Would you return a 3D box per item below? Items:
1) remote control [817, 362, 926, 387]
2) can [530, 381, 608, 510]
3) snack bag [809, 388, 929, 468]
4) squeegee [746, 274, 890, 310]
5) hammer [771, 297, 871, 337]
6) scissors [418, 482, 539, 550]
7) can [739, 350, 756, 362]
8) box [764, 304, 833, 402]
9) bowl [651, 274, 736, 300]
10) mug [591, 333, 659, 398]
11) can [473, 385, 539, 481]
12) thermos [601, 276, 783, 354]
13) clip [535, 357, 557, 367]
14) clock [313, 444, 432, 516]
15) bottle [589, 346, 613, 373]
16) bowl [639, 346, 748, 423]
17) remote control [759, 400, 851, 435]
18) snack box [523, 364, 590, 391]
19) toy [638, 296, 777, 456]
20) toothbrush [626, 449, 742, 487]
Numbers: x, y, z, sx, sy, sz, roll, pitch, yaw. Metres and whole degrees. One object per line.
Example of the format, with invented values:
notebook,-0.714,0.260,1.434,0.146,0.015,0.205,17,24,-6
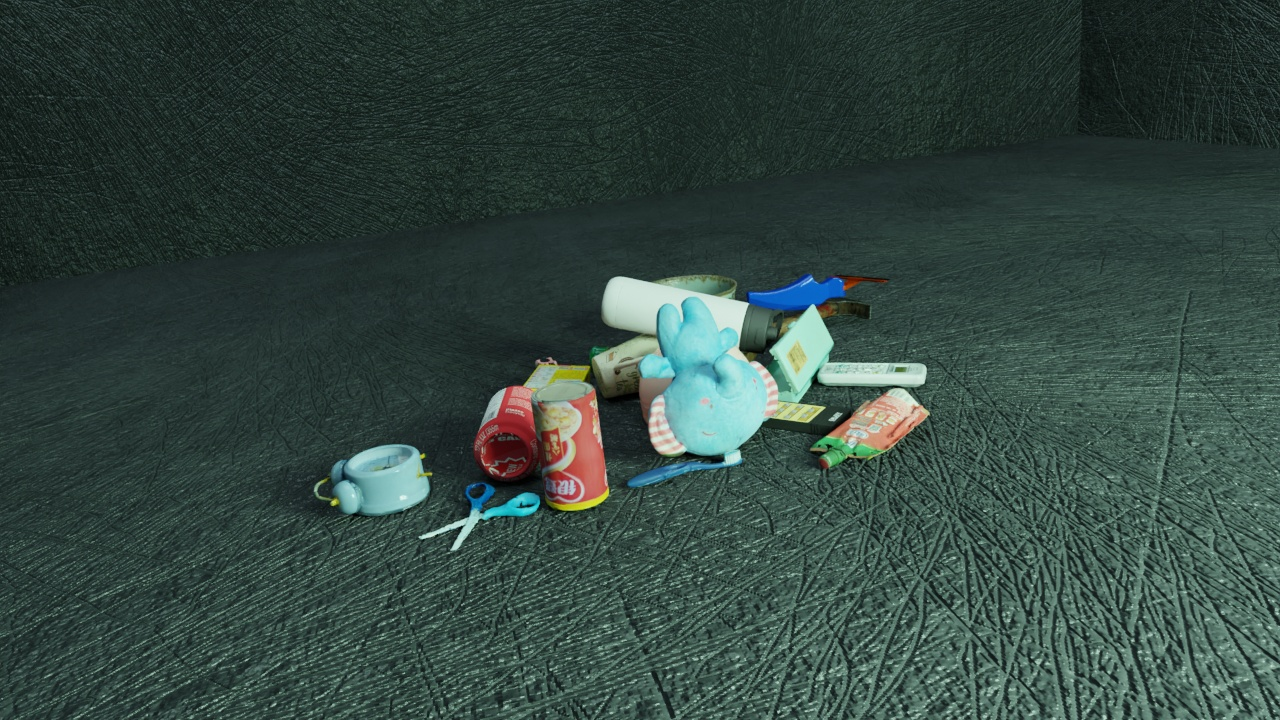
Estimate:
remote control,0.298,0.020,1.183,0.133,0.022,0.050,1,19,22
can,-0.073,0.087,0.944,0.067,0.124,0.066,-6,18,2
snack bag,0.245,0.079,1.005,0.154,0.044,0.087,-27,21,-38
squeegee,0.259,-0.107,1.444,0.185,0.055,0.249,-6,7,-5
hammer,0.216,-0.046,1.408,0.329,0.033,0.120,-22,24,-38
scissors,-0.173,0.158,0.951,0.129,0.014,0.117,-21,26,-28
can,0.105,-0.010,1.274,0.099,0.054,0.059,-11,-5,-11
box,0.200,-0.014,1.215,0.077,0.091,0.187,4,21,26
bowl,0.073,-0.069,1.424,0.160,0.094,0.159,-6,18,2
mug,-0.007,0.007,1.233,0.097,0.081,0.122,-18,-1,-12
can,-0.149,0.082,1.069,0.074,0.074,0.142,-6,18,1
thermos,0.071,-0.062,1.223,0.230,0.069,0.101,12,19,12
clip,-0.136,0.008,1.388,0.043,0.023,0.060,-24,19,-38
clock,-0.293,0.132,1.005,0.124,0.052,0.089,-12,20,-16
bottle,-0.018,0.000,1.336,0.110,0.043,0.042,0,19,16
bowl,0.060,0.014,1.139,0.153,0.076,0.152,-22,19,8
remote control,0.179,0.066,1.100,0.134,0.013,0.058,6,21,34
snack box,-0.113,0.034,1.250,0.075,0.025,0.152,1,12,3
toy,0.077,0.017,1.019,0.183,0.180,0.115,-18,6,-27
toothbrush,0.048,0.117,0.987,0.132,0.016,0.021,-11,16,-14
